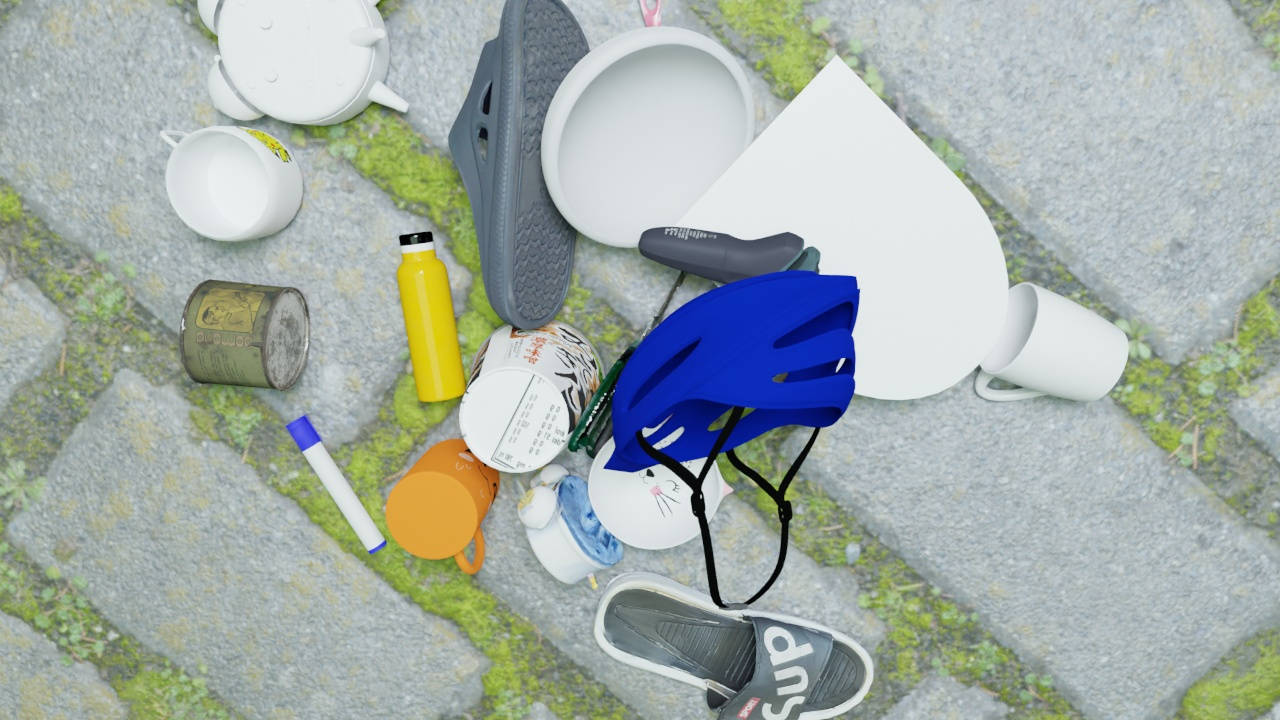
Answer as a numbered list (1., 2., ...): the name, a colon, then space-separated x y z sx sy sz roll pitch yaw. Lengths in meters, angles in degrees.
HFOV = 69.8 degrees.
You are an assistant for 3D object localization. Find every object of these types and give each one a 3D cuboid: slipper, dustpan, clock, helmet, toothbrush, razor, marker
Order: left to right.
1. clock: -0.275 -0.255 0.740 0.161 0.072 0.125 -1 102 3
2. marker: -0.280 0.115 0.848 0.020 0.020 0.141 -29 99 8
3. slipper: -0.101 -0.162 0.749 0.083 0.110 0.268 13 105 31
4. clock: -0.068 0.138 0.807 0.052 0.088 0.125 -34 99 15
5. toothbrush: 0.010 -0.284 0.748 0.022 0.016 0.135 -5 102 14
6. razor: 0.069 -0.083 0.723 0.143 0.047 0.052 12 126 4
7. slipper: 0.084 0.275 0.842 0.264 0.063 0.111 21 102 1
8. helmet: 0.079 0.057 0.679 0.242 0.147 0.227 -31 63 29
9. dustpan: 0.180 -0.086 0.764 0.258 0.053 0.192 43 101 -5

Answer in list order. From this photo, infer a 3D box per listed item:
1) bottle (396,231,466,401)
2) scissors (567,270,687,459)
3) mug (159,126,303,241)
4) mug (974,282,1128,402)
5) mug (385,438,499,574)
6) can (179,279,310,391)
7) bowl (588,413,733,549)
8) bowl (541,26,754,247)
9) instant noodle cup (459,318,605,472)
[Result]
1. bottle: -0.184 -0.039 0.797 0.043 0.043 0.144 -6 102 4
2. scissors: -0.002 0.003 0.792 0.015 0.137 0.209 29 72 12
3. mug: -0.346 -0.155 0.768 0.115 0.068 0.094 39 101 -5
4. mug: 0.335 -0.001 0.768 0.087 0.080 0.114 20 133 -8
5. mug: -0.165 0.135 0.806 0.078 0.096 0.112 -18 100 6
6. can: -0.337 -0.021 0.785 0.074 0.089 0.090 5 102 2
7. bowl: 0.013 0.104 0.813 0.115 0.050 0.115 1 102 3
8. bowl: -0.001 -0.181 0.727 0.176 0.066 0.177 -15 131 -18
9. instant noodle cup: -0.095 0.034 0.768 0.123 0.121 0.124 1 102 3
